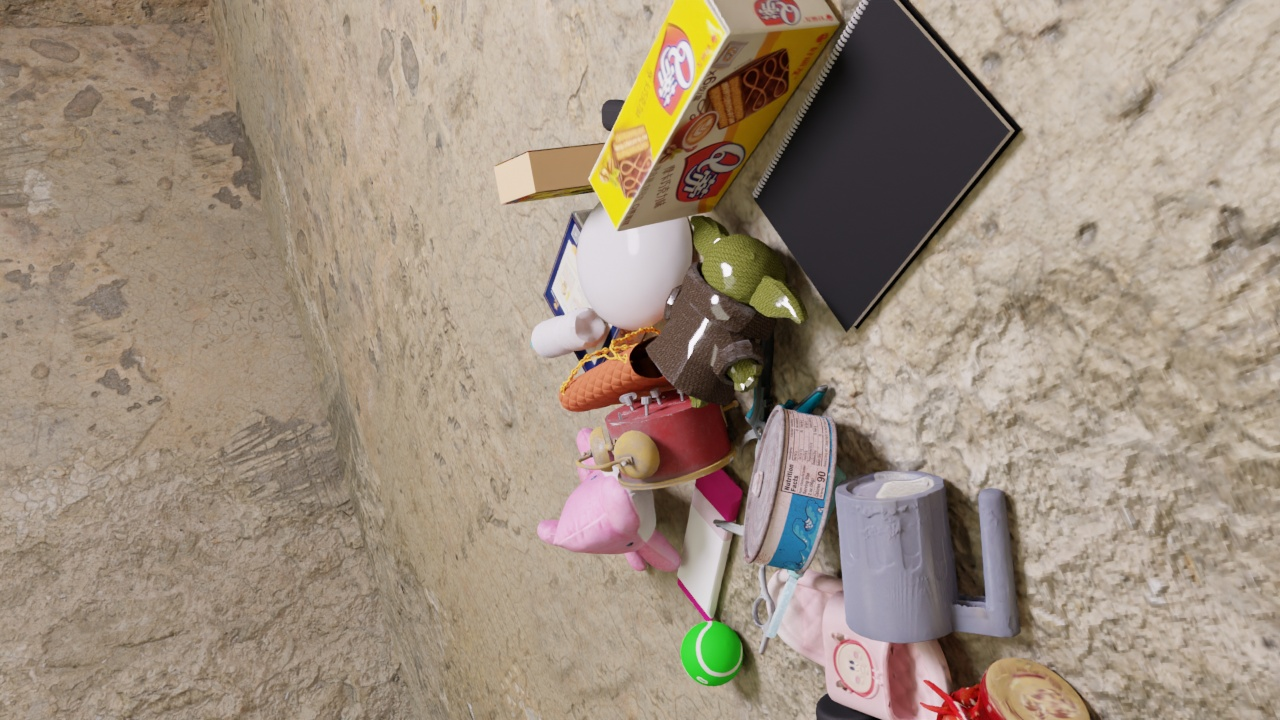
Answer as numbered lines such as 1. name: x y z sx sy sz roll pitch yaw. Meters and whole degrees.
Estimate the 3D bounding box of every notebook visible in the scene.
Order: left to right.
1. notebook: 0.162 -0.140 0.665 0.149 0.016 0.207 60 147 24

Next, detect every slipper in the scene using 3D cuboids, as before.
1. slipper: 0.174 0.235 0.766 0.222 0.055 0.107 16 114 60

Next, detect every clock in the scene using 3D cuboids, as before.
1. clock: 0.011 0.068 0.871 0.117 0.158 0.081 1 108 60

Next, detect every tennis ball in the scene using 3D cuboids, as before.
1. tennis ball: 0.075 0.306 0.958 0.065 0.065 0.065 33 129 51

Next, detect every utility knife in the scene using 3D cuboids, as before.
1. utility knife: 0.137 0.165 0.781 0.022 0.015 0.165 31 104 46

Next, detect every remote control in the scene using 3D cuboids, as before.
1. remote control: 0.005 -0.233 0.897 0.147 0.015 0.033 30 127 52

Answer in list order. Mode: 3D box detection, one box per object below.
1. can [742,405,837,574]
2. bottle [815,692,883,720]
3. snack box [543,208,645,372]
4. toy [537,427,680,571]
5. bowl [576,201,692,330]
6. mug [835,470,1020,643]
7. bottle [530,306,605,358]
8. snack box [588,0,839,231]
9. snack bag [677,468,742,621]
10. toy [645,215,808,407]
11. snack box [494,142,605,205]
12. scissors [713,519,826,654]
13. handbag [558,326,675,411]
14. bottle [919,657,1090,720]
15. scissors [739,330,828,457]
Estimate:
1. can: 0.119 0.104 0.743 0.130 0.044 0.130 36 -114 -90
2. bottle: 0.194 0.379 0.789 0.059 0.059 0.181 1 103 60
3. snack box: -0.048 -0.070 1.032 0.144 0.042 0.145 60 147 25
4. toy: -0.049 0.175 1.016 0.186 0.127 0.266 59 171 10
5. bowl: -0.019 -0.105 0.914 0.150 0.043 0.149 -1 88 43
6. mug: 0.204 0.140 0.662 0.124 0.083 0.104 -3 99 36
7. bottle: -0.087 -0.028 1.026 0.136 0.044 0.044 -13 91 59
8. snack box: 0.050 -0.202 0.736 0.061 0.109 0.231 63 148 17
9. snack bag: 0.071 0.189 0.964 0.070 0.016 0.197 47 139 44
10. toy: 0.069 -0.034 0.785 0.153 0.078 0.179 -61 39 21
11. snack box: -0.072 -0.192 0.934 0.088 0.125 0.040 2 104 60
12. scissors: 0.114 0.174 0.830 0.142 0.014 0.174 -26 56 47
13. handbag: -0.005 0.006 0.921 0.172 0.108 0.060 -27 79 60
14. bottle: 0.240 0.265 0.625 0.099 0.098 0.111 47 135 41
15. scissors: 0.117 0.036 0.816 0.155 0.019 0.124 -32 74 58
